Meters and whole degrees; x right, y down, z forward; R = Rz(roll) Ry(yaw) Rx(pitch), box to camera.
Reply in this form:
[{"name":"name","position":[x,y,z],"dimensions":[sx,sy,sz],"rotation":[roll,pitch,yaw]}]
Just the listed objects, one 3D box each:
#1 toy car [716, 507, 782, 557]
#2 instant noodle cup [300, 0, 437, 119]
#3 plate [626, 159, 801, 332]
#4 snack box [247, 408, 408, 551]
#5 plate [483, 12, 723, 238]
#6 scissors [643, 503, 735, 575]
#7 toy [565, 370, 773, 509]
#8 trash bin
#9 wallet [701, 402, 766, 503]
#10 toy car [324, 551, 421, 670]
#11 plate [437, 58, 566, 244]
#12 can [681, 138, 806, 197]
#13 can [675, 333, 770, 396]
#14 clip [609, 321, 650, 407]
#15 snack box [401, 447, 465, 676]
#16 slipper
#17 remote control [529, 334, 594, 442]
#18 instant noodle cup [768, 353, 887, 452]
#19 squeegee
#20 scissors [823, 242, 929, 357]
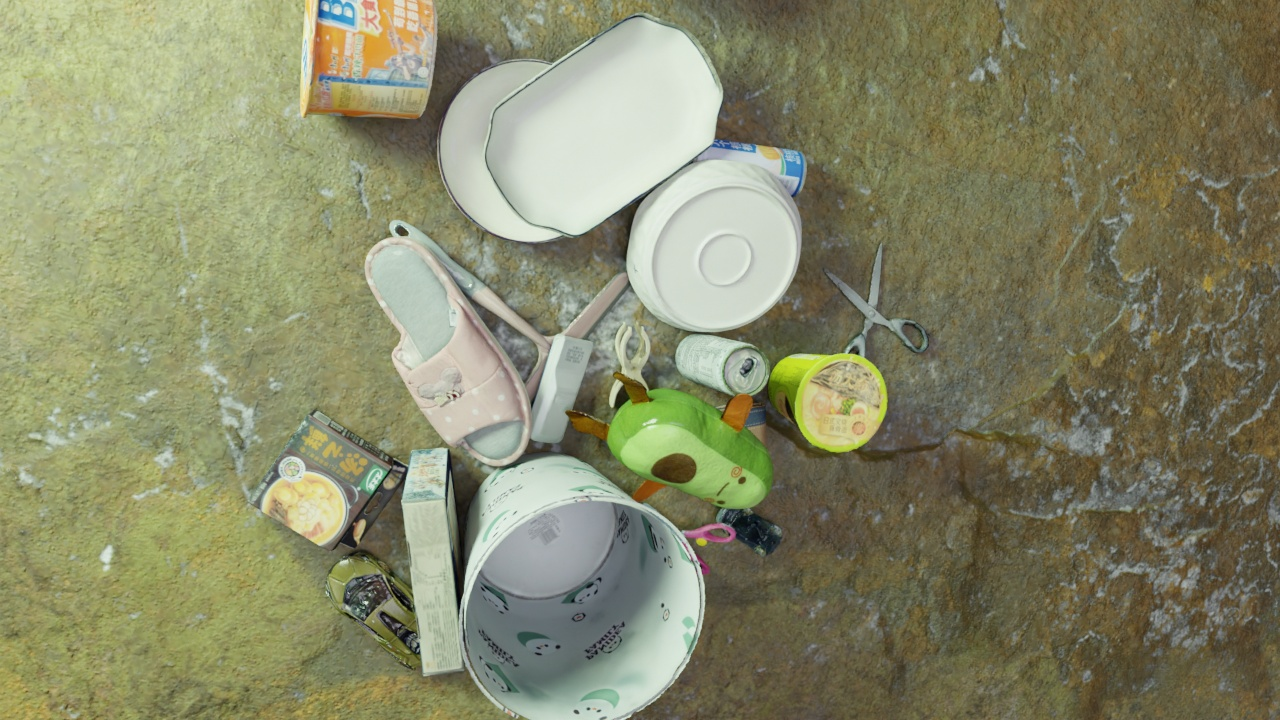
[{"name":"toy car","position":[0.133,0.205,1.128],"dimensions":[0.090,0.034,0.043],"rotation":[33,87,-19]},{"name":"instant noodle cup","position":[-0.263,-0.302,0.882],"dimensions":[0.111,0.151,0.151],"rotation":[3,98,-24]},{"name":"plate","position":[0.088,-0.120,1.027],"dimensions":[0.204,0.045,0.205],"rotation":[-6,117,-12]},{"name":"snack box","position":[-0.331,0.133,0.985],"dimensions":[0.125,0.053,0.113],"rotation":[35,89,-12]},{"name":"plate","position":[-0.038,-0.245,0.963],"dimensions":[0.265,0.034,0.162],"rotation":[-37,107,-7]},{"name":"scissors","position":[0.046,0.218,1.107],"dimensions":[0.133,0.017,0.119],"rotation":[6,123,0]},{"name":"toy","position":[0.046,0.094,1.006],"dimensions":[0.246,0.228,0.089],"rotation":[26,47,-17]},{"name":"trash bin","position":[-0.082,0.213,0.956],"dimensions":[0.229,0.252,0.230],"rotation":[-3,100,-15]},{"name":"wallet","position":[0.111,0.111,1.108],"dimensions":[0.090,0.033,0.115],"rotation":[-9,102,-11]},{"name":"toy car","position":[-0.284,0.281,1.025],"dimensions":[0.070,0.042,0.158],"rotation":[-45,105,-5]},{"name":"plate","position":[-0.121,-0.222,0.984],"dimensions":[0.192,0.039,0.192],"rotation":[-3,100,-15]},{"name":"can","position":[0.117,-0.219,1.041],"dimensions":[0.134,0.053,0.053],"rotation":[4,98,-16]},{"name":"can","position":[0.089,0.004,1.021],"dimensions":[0.058,0.147,0.058],"rotation":[-2,97,-17]},{"name":"clip","position":[-0.011,0.006,1.058],"dimensions":[0.070,0.034,0.100],"rotation":[-4,108,-15]},{"name":"snack box","position":[-0.212,0.201,0.955],"dimensions":[0.045,0.182,0.178],"rotation":[-6,101,-10]},{"name":"slipper","position":[-0.206,-0.003,0.972],"dimensions":[0.114,0.054,0.274],"rotation":[-22,104,21]},{"name":"remote control","position":[-0.091,0.033,1.033],"dimensions":[0.049,0.024,0.125],"rotation":[10,100,-45]},{"name":"instant noodle cup","position":[0.209,0.040,1.074],"dimensions":[0.111,0.123,0.112],"rotation":[-2,98,-14]},{"name":"squeegee","position":[-0.170,-0.069,0.998],"dimensions":[0.249,0.040,0.247],"rotation":[39,89,-17]},{"name":"scissors","position":[0.292,-0.057,1.137],"dimensions":[0.159,0.014,0.178],"rotation":[7,97,-16]}]
